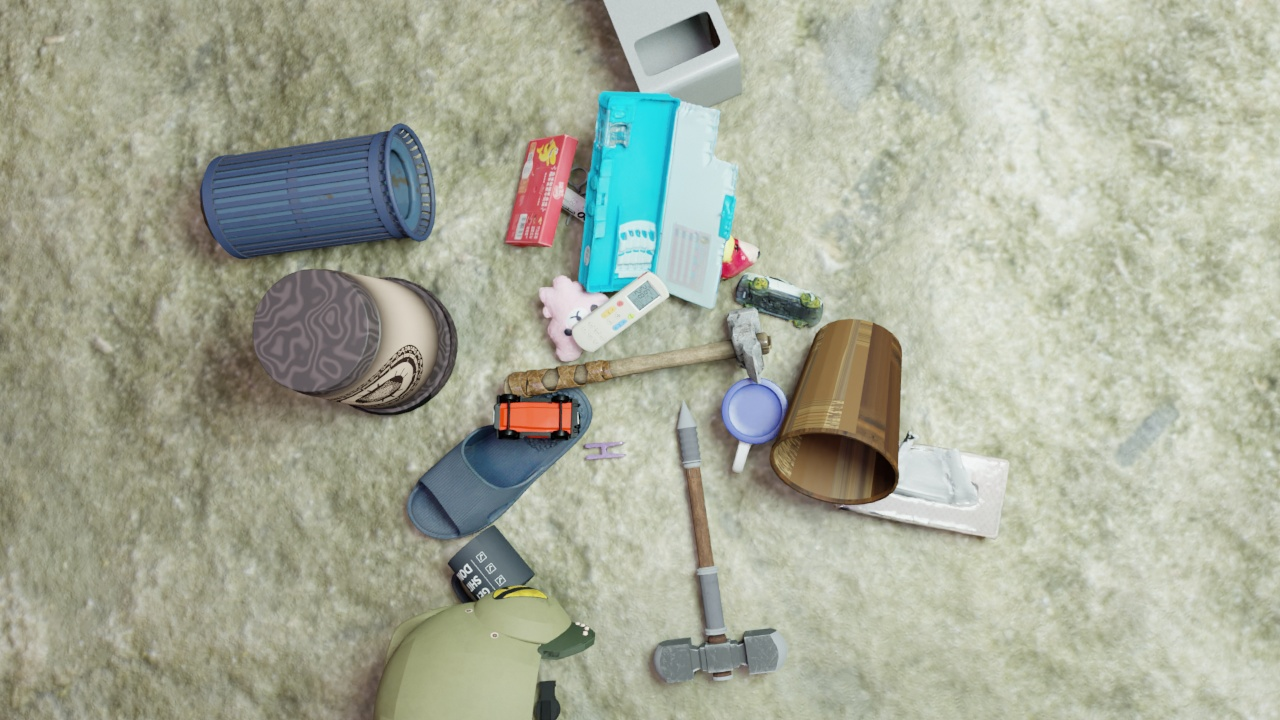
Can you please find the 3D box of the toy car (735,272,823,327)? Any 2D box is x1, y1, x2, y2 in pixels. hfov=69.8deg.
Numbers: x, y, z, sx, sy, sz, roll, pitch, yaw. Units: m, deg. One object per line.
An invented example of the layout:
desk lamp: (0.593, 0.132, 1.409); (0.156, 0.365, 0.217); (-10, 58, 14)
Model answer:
toy car: (0.164, -0.073, 1.078); (0.105, 0.048, 0.033); (20, 55, 9)

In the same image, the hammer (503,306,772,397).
hammer: (-0.006, 0.006, 1.066); (0.319, 0.121, 0.049); (-10, 118, 11)

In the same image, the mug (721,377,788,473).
mug: (0.127, 0.076, 1.057); (0.075, 0.076, 0.112); (17, 89, 9)

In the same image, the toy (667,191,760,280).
toy: (0.073, -0.154, 1.089); (0.106, 0.067, 0.137); (-34, 75, 13)

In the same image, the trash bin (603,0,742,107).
trash bin: (0.023, -0.412, 1.083); (0.114, 0.114, 0.228); (-22, 84, 6)

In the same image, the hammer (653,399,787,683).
hammer: (0.073, 0.208, 1.078); (0.156, 0.043, 0.322); (-9, 83, 7)

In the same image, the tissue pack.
tissue pack: (0.316, 0.135, 1.034); (0.181, 0.071, 0.104); (11, 89, 12)

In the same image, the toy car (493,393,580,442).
toy car: (-0.119, 0.068, 1.056); (0.100, 0.049, 0.051); (2, 74, -8)

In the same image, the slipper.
slipper: (-0.171, 0.123, 1.094); (0.263, 0.082, 0.101); (-37, 83, 3)

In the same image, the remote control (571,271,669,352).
remote control: (-0.024, -0.056, 1.059); (0.126, 0.018, 0.038); (-36, 110, 17)

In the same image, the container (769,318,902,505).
container: (0.222, 0.050, 0.995); (0.132, 0.132, 0.166); (15, 54, 9)

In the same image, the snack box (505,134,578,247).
snack box: (-0.121, -0.204, 1.110); (0.021, 0.089, 0.133); (15, 88, -36)

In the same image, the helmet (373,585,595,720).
helmet: (-0.165, 0.361, 0.977); (0.233, 0.255, 0.250); (3, 88, 4)

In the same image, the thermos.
thermos: (-0.323, -0.023, 1.050); (0.173, 0.226, 0.172); (-1, 86, 8)

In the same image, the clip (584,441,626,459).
clip: (-0.044, 0.105, 1.111); (0.053, 0.013, 0.037); (-21, 83, 9)

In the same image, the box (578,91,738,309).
box: (0.022, -0.182, 1.043); (0.172, 0.083, 0.228); (8, 117, 1)

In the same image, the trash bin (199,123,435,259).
trash bin: (-0.394, -0.200, 1.119); (0.250, 0.139, 0.139); (-6, 85, 9)

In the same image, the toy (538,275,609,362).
toy: (-0.080, -0.058, 1.102); (0.099, 0.052, 0.096); (-38, 108, 4)

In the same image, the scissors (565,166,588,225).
scissors: (-0.027, -0.226, 1.130); (0.172, 0.014, 0.090); (-13, 86, 9)

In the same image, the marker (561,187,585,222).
marker: (-0.050, -0.171, 1.117); (0.126, 0.025, 0.025); (34, 91, 1)

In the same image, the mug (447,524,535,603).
mug: (-0.187, 0.259, 1.099); (0.077, 0.071, 0.105); (49, 120, 8)
